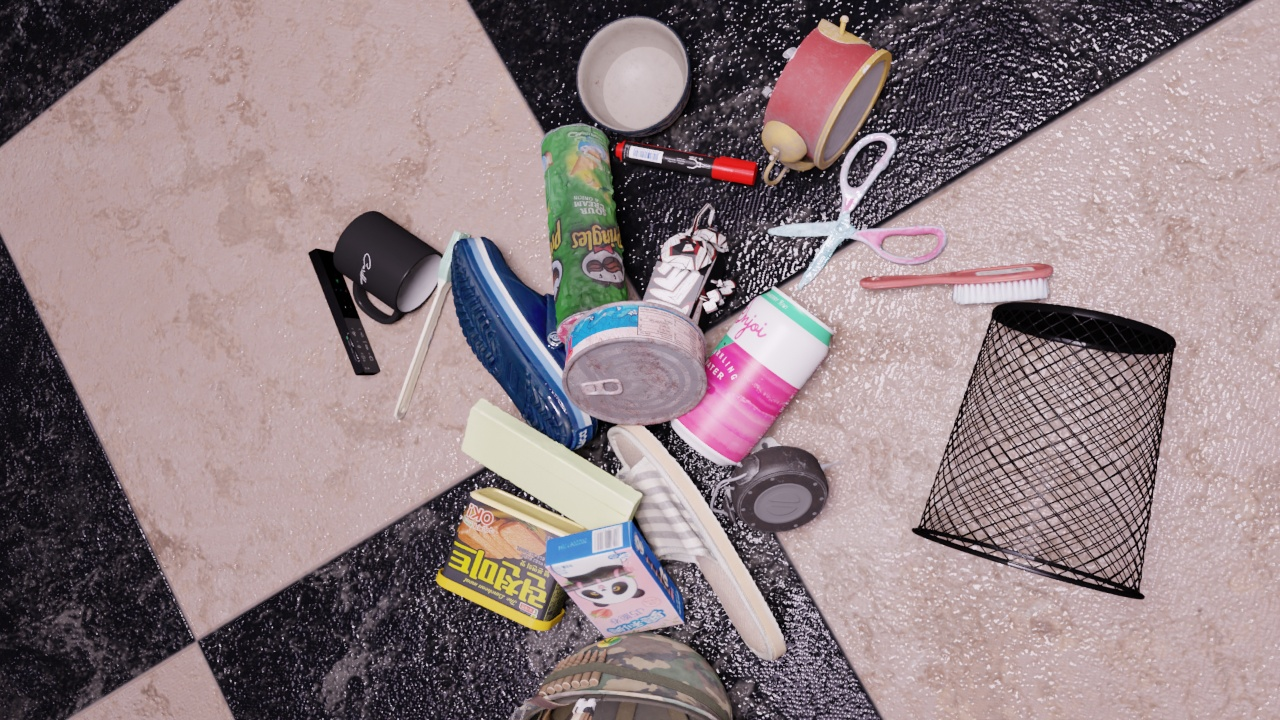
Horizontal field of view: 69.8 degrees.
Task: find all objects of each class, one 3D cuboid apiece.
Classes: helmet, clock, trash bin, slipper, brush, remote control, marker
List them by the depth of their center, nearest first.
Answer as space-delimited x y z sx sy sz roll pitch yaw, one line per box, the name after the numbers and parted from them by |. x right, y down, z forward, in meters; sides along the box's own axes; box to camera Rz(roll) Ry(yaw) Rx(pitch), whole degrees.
0.351 0.071 0.781 0.184 0.184 0.210 14 88 14 | trash bin
-0.022 0.362 0.838 0.224 0.236 0.193 -16 110 4 | helmet
0.157 -0.237 0.858 0.081 0.117 0.159 35 104 15 | clock
0.295 -0.069 0.862 0.172 0.040 0.030 -3 106 15 | brush
0.125 0.119 0.872 0.122 0.043 0.091 6 128 -12 | clock
0.052 -0.073 0.878 0.065 0.114 0.155 20 111 13 | clock
0.048 0.178 0.890 0.054 0.115 0.272 -34 84 -23 | slipper
0.045 -0.202 0.930 0.145 0.023 0.021 14 52 14 | marker
-0.111 -0.020 0.939 0.095 0.105 0.252 -24 68 -25 | slipper
-0.228 -0.037 0.996 0.012 0.033 0.218 23 97 14 | brush
-0.328 -0.054 1.019 0.013 0.034 0.150 -24 84 13 | remote control

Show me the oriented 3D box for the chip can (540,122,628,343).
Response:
-0.054 -0.126 0.892 0.075 0.075 0.223 -14 65 14 | chip can

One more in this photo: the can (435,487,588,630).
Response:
-0.129 0.202 0.950 0.131 0.072 0.101 21 92 13 | can

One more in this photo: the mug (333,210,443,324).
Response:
-0.275 -0.092 0.991 0.088 0.078 0.114 34 123 12 | mug

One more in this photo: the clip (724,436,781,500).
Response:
0.127 0.107 0.906 0.102 0.040 0.054 -13 99 13 | clip

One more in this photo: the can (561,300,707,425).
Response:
-0.005 0.005 0.832 0.130 0.130 0.044 -9 51 14 | can

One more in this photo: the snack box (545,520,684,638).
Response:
-0.022 0.216 0.891 0.088 0.154 0.033 -15 44 14 | snack box

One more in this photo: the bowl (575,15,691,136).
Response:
-0.001 -0.279 0.924 0.116 0.059 0.115 0 90 14 | bowl

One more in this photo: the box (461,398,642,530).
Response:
-0.091 0.123 0.910 0.188 0.141 0.048 30 63 9 | box

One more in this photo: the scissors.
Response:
0.210 -0.147 0.896 0.171 0.014 0.168 1 91 17 | scissors

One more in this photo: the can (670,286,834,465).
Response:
0.105 0.016 0.881 0.088 0.088 0.166 39 99 11 | can
